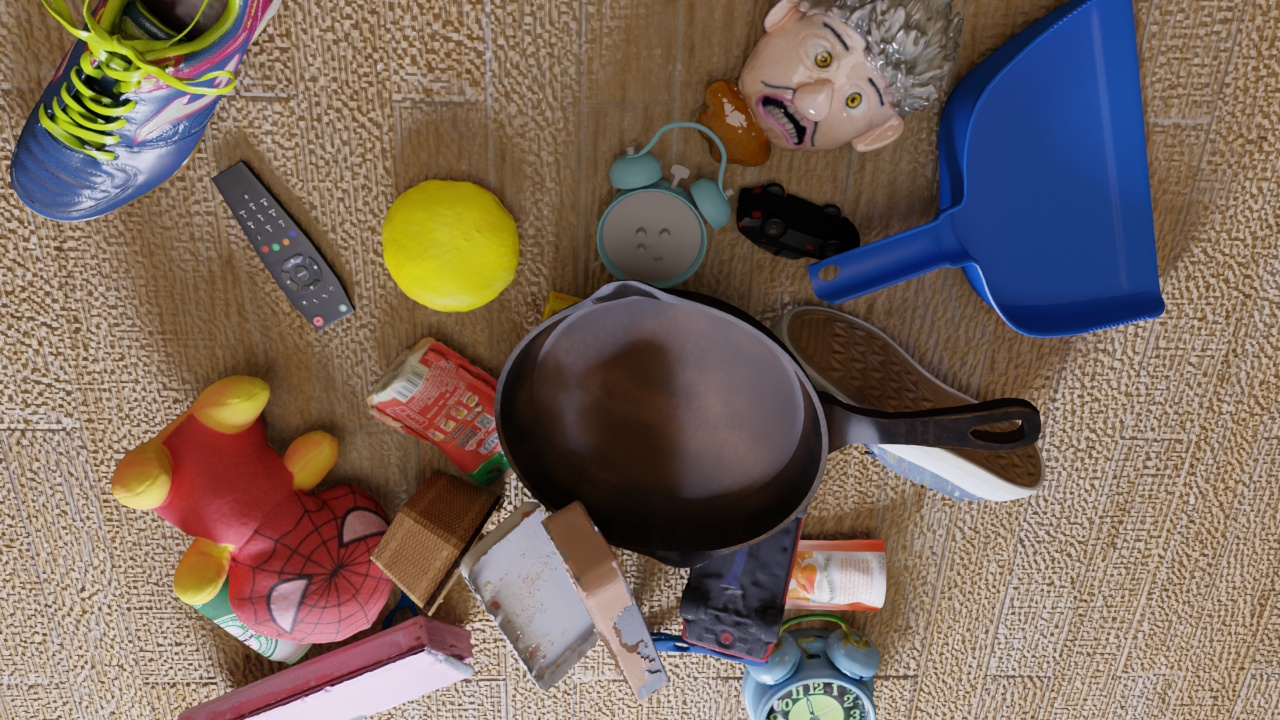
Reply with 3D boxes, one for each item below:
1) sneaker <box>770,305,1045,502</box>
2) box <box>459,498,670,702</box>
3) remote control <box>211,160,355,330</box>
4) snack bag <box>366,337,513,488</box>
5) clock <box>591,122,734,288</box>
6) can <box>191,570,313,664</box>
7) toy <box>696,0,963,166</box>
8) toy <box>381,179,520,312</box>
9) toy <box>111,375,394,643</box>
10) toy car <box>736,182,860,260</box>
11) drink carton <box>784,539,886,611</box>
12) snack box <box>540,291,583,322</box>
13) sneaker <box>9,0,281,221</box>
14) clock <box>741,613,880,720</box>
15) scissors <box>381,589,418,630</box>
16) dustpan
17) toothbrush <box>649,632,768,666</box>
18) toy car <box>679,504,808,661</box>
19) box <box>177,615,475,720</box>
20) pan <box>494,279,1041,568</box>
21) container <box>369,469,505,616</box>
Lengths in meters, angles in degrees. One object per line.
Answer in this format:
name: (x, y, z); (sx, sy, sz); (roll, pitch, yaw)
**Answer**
sneaker: (0.186, 0.046, 0.686); (0.235, 0.087, 0.079); (30, 141, -11)
box: (-0.040, 0.194, 0.689); (0.108, 0.094, 0.216); (23, 149, 28)
remote control: (-0.248, -0.079, 0.639); (0.039, 0.010, 0.125); (-26, 113, 9)
snack bag: (-0.124, 0.051, 0.693); (0.155, 0.044, 0.087); (39, 112, -23)
clock: (0.016, -0.102, 0.619); (0.087, 0.041, 0.123); (21, 120, -9)
can: (-0.309, 0.198, 0.739); (0.053, 0.053, 0.101); (-41, 110, 14)
toy: (0.114, -0.182, 0.580); (0.176, 0.076, 0.133); (-32, 111, 21)
toy: (-0.130, -0.078, 0.630); (0.095, 0.041, 0.094); (22, 107, -12)
toy: (-0.272, 0.121, 0.679); (0.147, 0.099, 0.216); (-43, 114, -19)
toy car: (0.108, -0.090, 0.637); (0.091, 0.042, 0.036); (18, 137, -11)
drink carton: (0.139, 0.180, 0.767); (0.122, 0.038, 0.069); (0, 109, 5)
snack box: (-0.004, 0.004, 0.681); (0.152, 0.025, 0.075); (14, 114, -9)
sneaker: (-0.314, -0.172, 0.550); (0.116, 0.091, 0.242); (40, 107, -21)
clock: (0.148, 0.283, 0.798); (0.118, 0.060, 0.162); (-7, 111, 2)
scissors: (-0.185, 0.185, 0.764); (0.133, 0.015, 0.103); (-24, 110, 3)
dustpan: (0.233, -0.102, 0.619); (0.258, 0.059, 0.246); (-19, 114, 2)
toothbrush: (0.044, 0.244, 0.780); (0.132, 0.016, 0.021); (1, 124, 21)
toy car: (0.083, 0.147, 0.729); (0.081, 0.056, 0.189); (12, 106, 11)
box: (-0.257, 0.275, 0.758); (0.233, 0.046, 0.098); (-22, 153, 7)
pan: (0.077, 0.039, 0.623); (0.356, 0.043, 0.249); (-2, 124, 14)
container: (-0.151, 0.130, 0.688); (0.061, 0.114, 0.063); (34, 102, -3)
